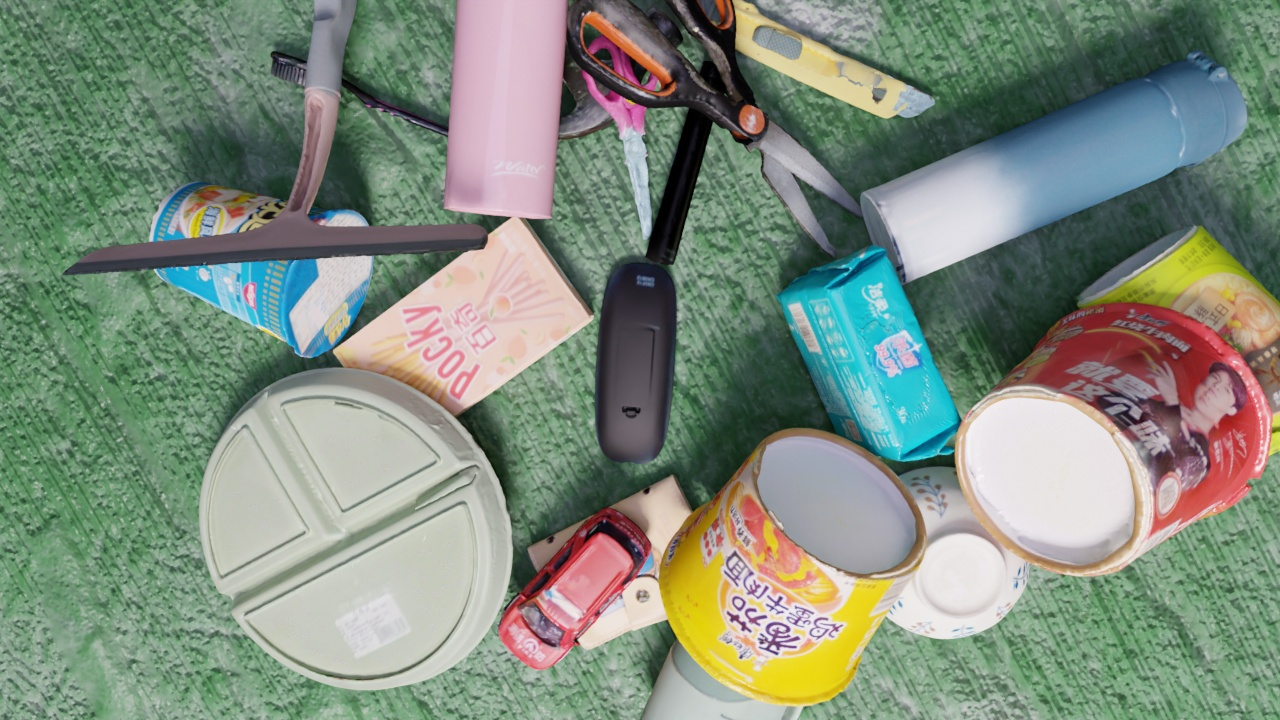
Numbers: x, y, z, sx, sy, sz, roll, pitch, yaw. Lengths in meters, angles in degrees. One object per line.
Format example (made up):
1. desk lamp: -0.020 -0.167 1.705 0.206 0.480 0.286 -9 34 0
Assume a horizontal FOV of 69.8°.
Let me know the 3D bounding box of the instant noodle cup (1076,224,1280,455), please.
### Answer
1. instant noodle cup: 0.332 -0.011 0.548 0.112 0.111 0.123 -37 85 7

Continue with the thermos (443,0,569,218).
1. thermos: -0.068 -0.185 0.545 0.087 0.067 0.198 3 95 -29

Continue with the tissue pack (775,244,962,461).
1. tissue pack: 0.140 0.001 0.563 0.050 0.093 0.133 -25 95 -9

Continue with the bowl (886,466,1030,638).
1. bowl: 0.199 0.130 0.591 0.113 0.062 0.113 0 96 2

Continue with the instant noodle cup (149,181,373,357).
1. instant noodle cup: -0.245 -0.066 0.589 0.110 0.099 0.099 20 97 11

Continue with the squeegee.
1. squeegee: -0.199 -0.160 0.563 0.248 0.040 0.249 -2 67 9

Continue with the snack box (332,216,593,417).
1. snack box: -0.118 -0.017 0.614 0.157 0.026 0.084 -35 93 7

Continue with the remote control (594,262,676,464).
1. remote control: -0.004 0.004 0.609 0.053 0.024 0.136 4 97 3

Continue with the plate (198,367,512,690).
1. plate: -0.198 0.119 0.617 0.230 0.027 0.230 3 101 13

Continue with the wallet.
1. wallet: -0.007 0.141 0.627 0.115 0.024 0.087 -27 89 6

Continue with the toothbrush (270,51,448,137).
1. toothbrush: -0.159 -0.162 0.608 0.189 0.014 0.018 24 107 1

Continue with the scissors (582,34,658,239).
1. scissors: -0.005 -0.138 0.578 0.056 0.017 0.133 -22 121 -24

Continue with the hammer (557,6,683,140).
1. hammer: -0.132 -0.267 0.584 0.323 0.032 0.126 43 97 -2

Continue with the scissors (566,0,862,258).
1. scissors: 0.061 -0.169 0.563 0.229 0.022 0.189 15 78 -24

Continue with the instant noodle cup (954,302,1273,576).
1. instant noodle cup: 0.252 0.047 0.507 0.108 0.138 0.138 -23 96 -34

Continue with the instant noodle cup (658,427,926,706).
1. instant noodle cup: 0.093 0.114 0.542 0.138 0.137 0.110 25 128 1

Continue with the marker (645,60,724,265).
1. marker: 0.031 -0.126 0.594 0.022 0.020 0.132 22 99 39

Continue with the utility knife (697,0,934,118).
1. utility knife: 0.109 -0.193 0.587 0.166 0.018 0.031 24 103 -3

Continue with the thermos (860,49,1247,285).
1. thermos: 0.248 -0.115 0.559 0.220 0.070 0.070 -22 94 6

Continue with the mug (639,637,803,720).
1. mug: 0.066 0.216 0.605 0.111 0.082 0.106 17 100 -30

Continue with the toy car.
1. toy car: -0.045 0.151 0.599 0.053 0.045 0.121 41 102 2
